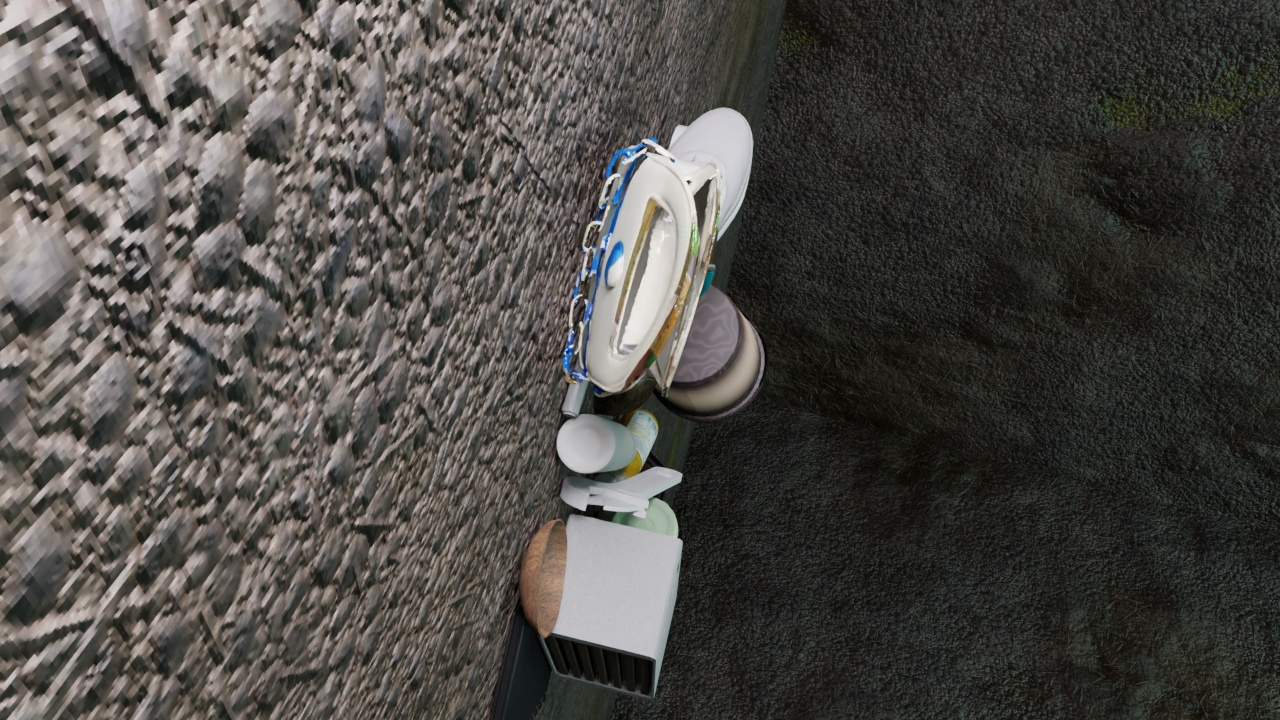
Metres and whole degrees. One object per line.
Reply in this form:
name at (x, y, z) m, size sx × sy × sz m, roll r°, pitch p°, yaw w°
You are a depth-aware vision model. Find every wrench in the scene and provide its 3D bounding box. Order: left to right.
wrench at (-0.010, 0.134, 0.985) m, size 0.273 × 0.087 × 0.018 m, roll 0°, pitch 104°, yaw -75°

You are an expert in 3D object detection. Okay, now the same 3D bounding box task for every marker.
marker at (-0.043, -0.017, 0.813) m, size 0.016 × 0.016 × 0.140 m, roll 83°, pitch 22°, yaw -72°

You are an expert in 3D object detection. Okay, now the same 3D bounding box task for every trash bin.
trash bin at (-0.028, 0.264, 0.958) m, size 0.229 × 0.114 × 0.114 m, roll 90°, pitch 14°, yaw -60°

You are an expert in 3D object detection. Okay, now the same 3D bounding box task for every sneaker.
sneaker at (0.043, -0.148, 0.896) m, size 0.129 × 0.097 × 0.262 m, roll 98°, pitch 14°, yaw -76°

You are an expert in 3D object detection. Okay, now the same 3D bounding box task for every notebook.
notebook at (-0.110, 0.301, 0.919) m, size 0.231 × 0.019 × 0.169 m, roll -10°, pitch 113°, yaw -83°

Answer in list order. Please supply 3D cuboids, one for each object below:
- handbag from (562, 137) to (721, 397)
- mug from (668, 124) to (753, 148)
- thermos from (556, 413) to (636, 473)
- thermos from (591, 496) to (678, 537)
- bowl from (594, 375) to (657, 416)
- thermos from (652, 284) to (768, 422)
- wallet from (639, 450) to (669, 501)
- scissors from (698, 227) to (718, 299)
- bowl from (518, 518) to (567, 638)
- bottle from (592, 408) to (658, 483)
handbag at (0.002, -0.063, 0.687) m, size 0.199 × 0.093 × 0.201 m, roll -123°, pitch -135°, yaw -76°
mug at (0.075, -0.216, 1.058) m, size 0.074 × 0.089 × 0.105 m, roll 96°, pitch 11°, yaw -51°
thermos at (-0.038, 0.084, 0.911) m, size 0.224 × 0.052 × 0.052 m, roll 49°, pitch 55°, yaw -82°
thermos at (-0.014, 0.196, 1.110) m, size 0.231 × 0.082 × 0.082 m, roll 146°, pitch -41°, yaw -81°
bowl at (-0.006, 0.006, 0.995) m, size 0.121 × 0.056 × 0.121 m, roll 16°, pitch 88°, yaw -83°
thermos at (0.075, -0.015, 1.203) m, size 0.226 × 0.173 × 0.172 m, roll 45°, pitch 59°, yaw -74°
wallet at (0.000, 0.166, 1.243) m, size 0.031 × 0.099 × 0.120 m, roll -15°, pitch 132°, yaw -32°
scissors at (0.045, -0.063, 0.787) m, size 0.148 × 0.019 × 0.132 m, roll -96°, pitch -164°, yaw -64°
bowl at (-0.089, 0.189, 0.802) m, size 0.114 × 0.026 × 0.102 m, roll 65°, pitch 30°, yaw -76°
bottle at (-0.020, 0.115, 1.121) m, size 0.185 × 0.053 × 0.053 m, roll -58°, pitch 161°, yaw -68°
